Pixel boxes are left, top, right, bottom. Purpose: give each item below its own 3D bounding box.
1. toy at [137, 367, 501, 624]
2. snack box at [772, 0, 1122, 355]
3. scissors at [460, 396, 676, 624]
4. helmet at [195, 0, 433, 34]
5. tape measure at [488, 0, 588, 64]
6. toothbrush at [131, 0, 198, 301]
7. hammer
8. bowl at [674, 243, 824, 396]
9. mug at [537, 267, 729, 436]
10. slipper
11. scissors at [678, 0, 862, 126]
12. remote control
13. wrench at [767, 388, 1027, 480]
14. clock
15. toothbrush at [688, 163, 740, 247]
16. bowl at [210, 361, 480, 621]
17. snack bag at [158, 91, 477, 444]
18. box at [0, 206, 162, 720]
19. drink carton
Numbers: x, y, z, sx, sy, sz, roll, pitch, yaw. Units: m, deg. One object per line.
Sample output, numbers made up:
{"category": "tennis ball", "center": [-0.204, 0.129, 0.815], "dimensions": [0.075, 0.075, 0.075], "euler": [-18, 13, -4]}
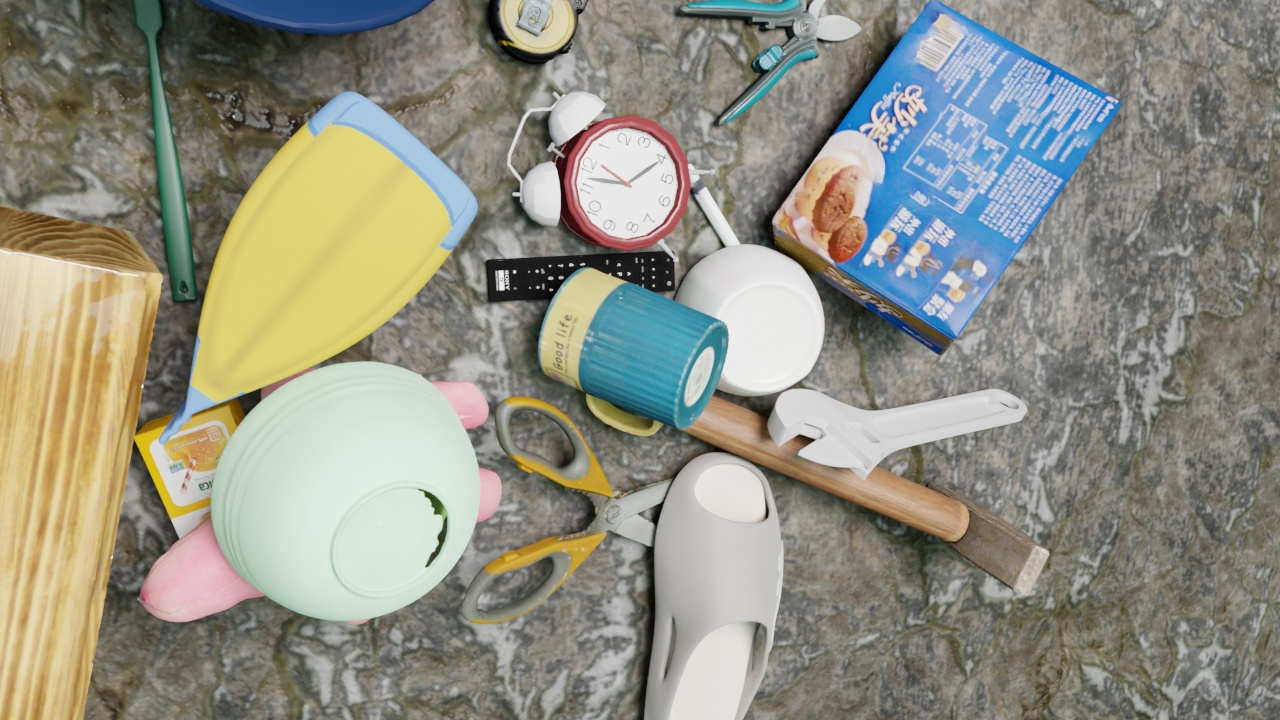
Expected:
{"category": "toy", "center": [-0.197, 0.094, 0.585], "dimensions": [0.236, 0.097, 0.192], "euler": [-27, 118, -39]}
{"category": "snack box", "center": [0.216, -0.132, 0.671], "dimensions": [0.155, 0.069, 0.202], "euler": [35, 87, 12]}
{"category": "scissors", "center": [-0.039, 0.102, 0.672], "dimensions": [0.224, 0.016, 0.216], "euler": [-23, 112, -27]}
{"category": "helmet", "center": [-0.181, -0.289, 0.468], "dimensions": [0.232, 0.224, 0.271], "euler": [41, 56, -33]}
{"category": "tape measure", "center": [-0.071, -0.232, 0.617], "dimensions": [0.061, 0.034, 0.061], "euler": [18, 96, -19]}
{"category": "toothbrush", "center": [-0.297, -0.132, 0.576], "dimensions": [0.016, 0.017, 0.190], "euler": [-5, 102, -17]}
{"category": "hammer", "center": [0.152, 0.088, 0.704], "dimensions": [0.300, 0.158, 0.037], "euler": [23, 95, -7]}
{"category": "bowl", "center": [0.084, -0.024, 0.676], "dimensions": [0.116, 0.065, 0.116], "euler": [-2, 105, -8]}
{"category": "mug", "center": [-0.004, 0.004, 0.635], "dimensions": [0.083, 0.107, 0.114], "euler": [-48, 151, -44]}
{"category": "slipper", "center": [0.065, 0.208, 0.707], "dimensions": [0.112, 0.081, 0.266], "euler": [6, 98, -28]}
{"category": "scissors", "center": [0.091, -0.241, 0.675], "dimensions": [0.124, 0.019, 0.154], "euler": [36, 86, -21]}
{"category": "remote control", "center": [-0.042, -0.062, 0.670], "dimensions": [0.140, 0.009, 0.030], "euler": [-5, 101, -16]}
{"category": "wrench", "center": [0.210, 0.043, 0.720], "dimensions": [0.272, 0.086, 0.018], "euler": [-7, 129, -37]}
{"category": "clock", "center": [-0.025, -0.128, 0.643], "dimensions": [0.137, 0.048, 0.096], "euler": [22, 93, -21]}
{"category": "toothbrush", "center": [0.080, -0.068, 0.705], "dimensions": [0.017, 0.012, 0.187], "euler": [-36, 108, -7]}
{"category": "bowl", "center": [-0.150, 0.083, 0.507], "dimensions": [0.150, 0.077, 0.151], "euler": [-16, 118, -32]}
{"category": "snack bag", "center": [-0.202, -0.050, 0.544], "dimensions": [0.102, 0.159, 0.205], "euler": [41, 87, -21]}
{"category": "box", "center": [-0.438, 0.043, 0.446], "dimensions": [0.323, 0.284, 0.279], "euler": [8, 97, -31]}
{"category": "drink carton", "center": [-0.276, 0.091, 0.607], "dimensions": [0.058, 0.040, 0.122], "euler": [-20, 105, -13]}
